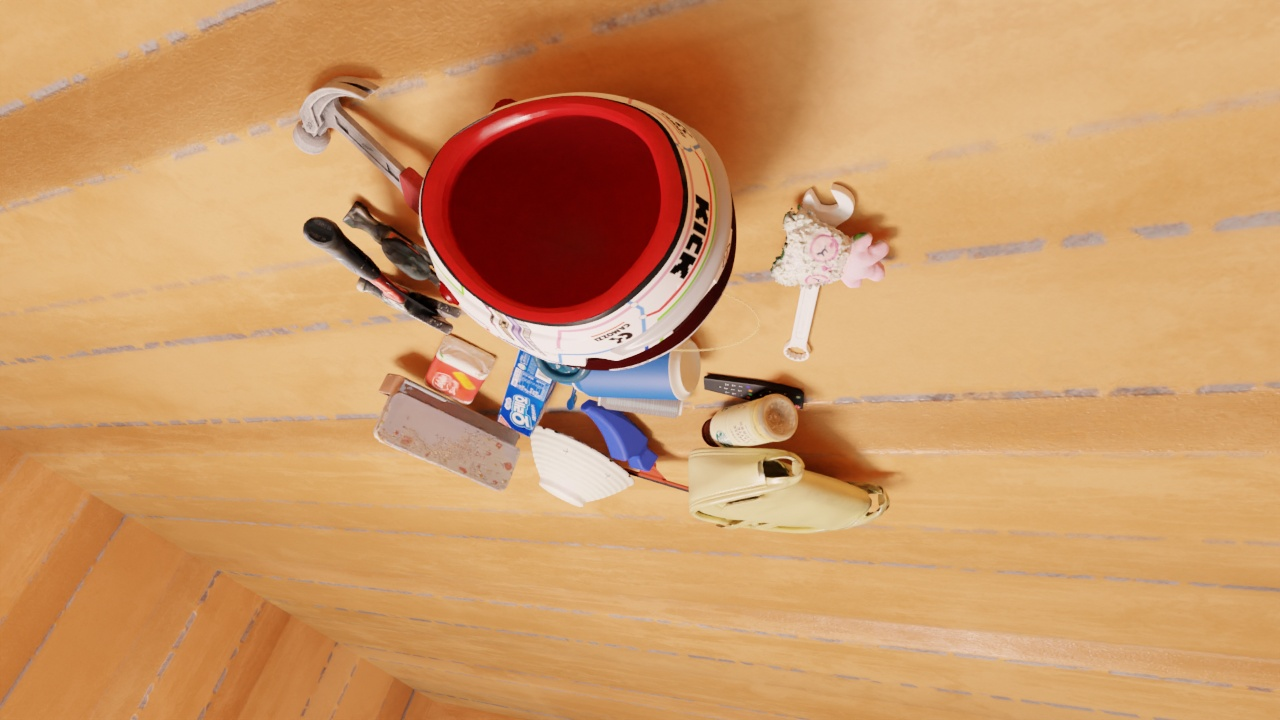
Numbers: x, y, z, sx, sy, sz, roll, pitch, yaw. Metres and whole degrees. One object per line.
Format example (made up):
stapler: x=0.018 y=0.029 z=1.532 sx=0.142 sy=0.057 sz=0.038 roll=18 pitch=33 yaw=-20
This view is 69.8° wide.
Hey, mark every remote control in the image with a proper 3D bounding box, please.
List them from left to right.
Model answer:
remote control: x=0.140 y=0.037 z=1.133 sx=0.125 sy=0.010 sz=0.039 roll=10 pitch=146 yaw=15

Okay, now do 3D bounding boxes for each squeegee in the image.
squeegee: x=-0.022 y=0.113 z=1.292 sx=0.250 sy=0.055 sz=0.185 roll=9 pitch=151 yaw=47

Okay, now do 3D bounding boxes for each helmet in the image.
helmet: x=-0.037 y=-0.107 z=0.807 sx=0.315 sy=0.231 sz=0.235 roll=15 pitch=178 yaw=32

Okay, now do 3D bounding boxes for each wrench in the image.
wrench: x=0.176 y=-0.080 z=0.942 sx=0.047 sy=0.009 sz=0.274 roll=13 pitch=147 yaw=10

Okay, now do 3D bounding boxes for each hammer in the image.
hammer: x=-0.294 y=-0.096 z=1.024 sx=0.140 sy=0.036 sz=0.326 roll=25 pitch=173 yaw=3
hammer: x=-0.244 y=-0.112 z=0.935 sx=0.133 sy=0.033 sz=0.333 roll=36 pitch=179 yaw=-18
hammer: x=-0.216 y=-0.160 z=0.951 sx=0.315 sy=0.036 sz=0.126 roll=44 pitch=140 yaw=-12

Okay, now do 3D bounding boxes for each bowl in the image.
bowl: x=-0.102 y=0.170 z=1.361 sx=0.177 sy=0.070 sz=0.177 roll=26 pitch=163 yaw=8

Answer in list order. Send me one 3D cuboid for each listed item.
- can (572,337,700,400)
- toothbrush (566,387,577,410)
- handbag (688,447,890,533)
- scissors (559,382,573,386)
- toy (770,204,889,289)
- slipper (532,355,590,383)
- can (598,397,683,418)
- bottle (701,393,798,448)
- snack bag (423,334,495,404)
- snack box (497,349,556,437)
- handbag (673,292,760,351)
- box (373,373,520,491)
can: x=-0.007 y=0.006 z=1.103 sx=0.146 sy=0.078 sz=0.079 roll=1 pitch=143 yaw=27
toothbrush: x=-0.081 y=0.019 z=1.207 sx=0.021 sy=0.016 sz=0.133 roll=23 pitch=135 yaw=5
handbag: x=0.184 y=0.175 z=1.190 sx=0.232 sy=0.088 sz=0.191 roll=20 pitch=158 yaw=-35
scissors: x=-0.055 y=0.036 z=1.238 sx=0.132 sy=0.019 sz=0.105 roll=5 pitch=139 yaw=23
toy: x=0.181 y=-0.097 z=0.869 sx=0.109 sy=0.041 sz=0.096 roll=9 pitch=145 yaw=6
slipper: x=-0.098 y=-0.062 z=1.029 sx=0.104 sy=0.059 sz=0.214 roll=5 pitch=123 yaw=21
can: x=0.001 y=0.046 z=1.176 sx=0.106 sy=0.043 sz=0.044 roll=8 pitch=147 yaw=1
bottle: x=0.130 y=0.081 z=1.146 sx=0.056 sy=0.056 sz=0.162 roll=30 pitch=158 yaw=-16
snack bag: x=-0.256 y=0.015 z=1.289 sx=0.077 sy=0.036 sz=0.116 roll=26 pitch=147 yaw=-11
snack box: x=-0.141 y=0.027 z=1.218 sx=0.059 sy=0.059 sz=0.227 roll=27 pitch=148 yaw=0
handbag: x=0.048 y=-0.049 z=1.012 sx=0.178 sy=0.027 sz=0.084 roll=3 pitch=118 yaw=31
box: x=-0.287 y=0.105 z=1.346 sx=0.216 sy=0.096 sz=0.105 roll=30 pitch=172 yaw=-29
